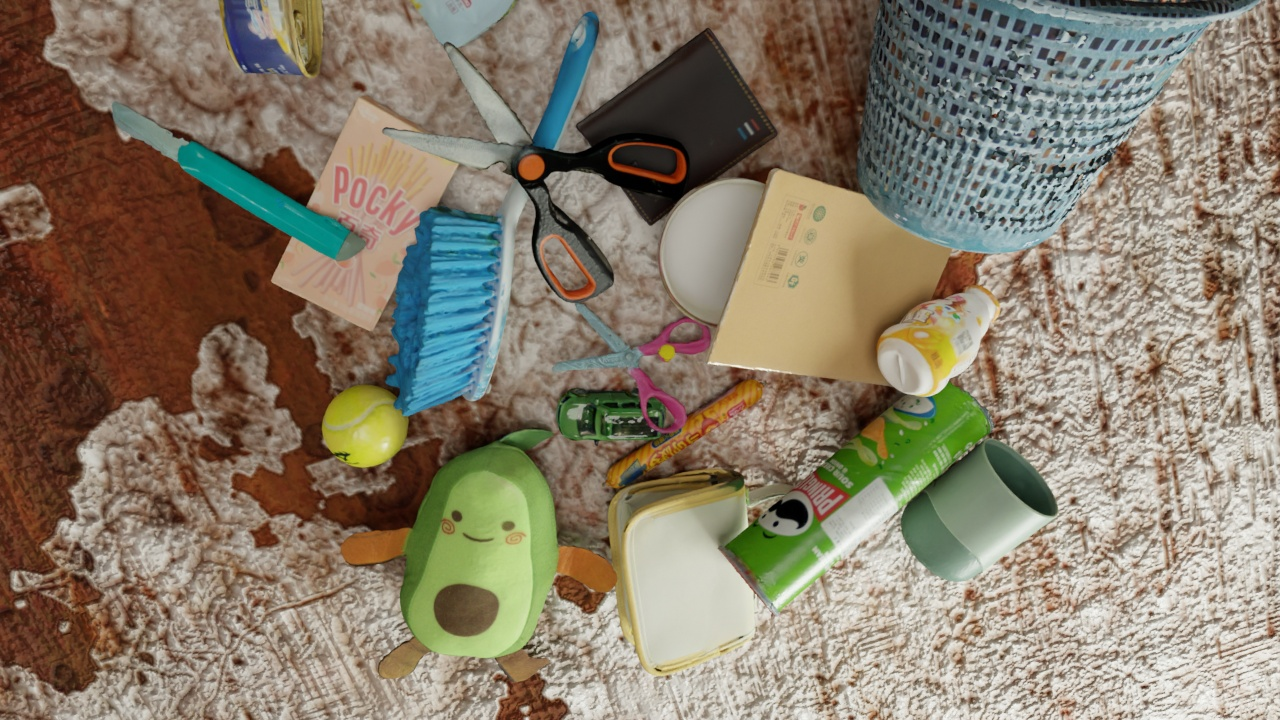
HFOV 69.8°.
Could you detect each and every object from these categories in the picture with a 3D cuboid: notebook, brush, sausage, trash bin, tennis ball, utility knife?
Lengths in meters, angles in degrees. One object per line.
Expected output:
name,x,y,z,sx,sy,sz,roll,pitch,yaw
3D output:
notebook,0.153,-0.055,0.703,0.207,0.008,0.148,6,110,-35
brush,-0.111,-0.107,0.682,0.109,0.060,0.315,0,114,-36
sausage,0.036,0.062,0.774,0.165,0.021,0.021,-34,108,7
trash bin,0.238,-0.189,0.604,0.226,0.226,0.195,3,136,-6
tennis ball,-0.217,0.052,0.725,0.065,0.065,0.065,-2,109,-5
utility knife,-0.294,-0.130,0.668,0.209,0.013,0.029,31,106,-2

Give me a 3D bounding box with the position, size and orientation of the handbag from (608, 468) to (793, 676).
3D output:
handbag,0.064,0.172,0.802,0.178,0.063,0.163,-13,110,-16

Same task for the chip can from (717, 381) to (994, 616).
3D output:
chip can,0.176,0.107,0.750,0.236,0.072,0.072,-39,108,-4

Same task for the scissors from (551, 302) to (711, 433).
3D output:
scissors,-0.004,0.006,0.737,0.133,0.017,0.128,-8,83,-10

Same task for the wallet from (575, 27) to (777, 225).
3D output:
wallet,0.028,-0.174,0.694,0.122,0.020,0.096,-34,108,9

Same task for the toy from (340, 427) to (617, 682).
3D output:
toy,-0.133,0.174,0.762,0.227,0.090,0.247,7,110,-10

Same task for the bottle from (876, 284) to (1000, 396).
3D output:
bottle,0.240,-0.019,0.731,0.108,0.063,0.063,-35,111,-24

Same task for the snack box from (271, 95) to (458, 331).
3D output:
snack box,-0.206,-0.109,0.692,0.084,0.026,0.157,28,105,-13

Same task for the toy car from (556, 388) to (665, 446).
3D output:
toy car,-0.024,0.047,0.757,0.091,0.036,0.043,1,110,-1

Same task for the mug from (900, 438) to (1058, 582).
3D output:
mug,0.291,0.129,0.786,0.111,0.082,0.107,0,138,-47

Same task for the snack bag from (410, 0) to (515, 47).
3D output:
snack bag,-0.085,-0.310,0.628,0.191,0.039,0.110,-33,103,5

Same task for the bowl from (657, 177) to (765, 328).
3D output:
bowl,0.065,-0.086,0.704,0.113,0.062,0.113,-2,109,-7

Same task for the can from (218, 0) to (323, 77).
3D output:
can,-0.246,-0.266,0.609,0.049,0.074,0.148,1,109,-3

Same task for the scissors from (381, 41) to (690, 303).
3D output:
scissors,-0.059,-0.133,0.651,0.222,0.021,0.221,-21,130,-11
